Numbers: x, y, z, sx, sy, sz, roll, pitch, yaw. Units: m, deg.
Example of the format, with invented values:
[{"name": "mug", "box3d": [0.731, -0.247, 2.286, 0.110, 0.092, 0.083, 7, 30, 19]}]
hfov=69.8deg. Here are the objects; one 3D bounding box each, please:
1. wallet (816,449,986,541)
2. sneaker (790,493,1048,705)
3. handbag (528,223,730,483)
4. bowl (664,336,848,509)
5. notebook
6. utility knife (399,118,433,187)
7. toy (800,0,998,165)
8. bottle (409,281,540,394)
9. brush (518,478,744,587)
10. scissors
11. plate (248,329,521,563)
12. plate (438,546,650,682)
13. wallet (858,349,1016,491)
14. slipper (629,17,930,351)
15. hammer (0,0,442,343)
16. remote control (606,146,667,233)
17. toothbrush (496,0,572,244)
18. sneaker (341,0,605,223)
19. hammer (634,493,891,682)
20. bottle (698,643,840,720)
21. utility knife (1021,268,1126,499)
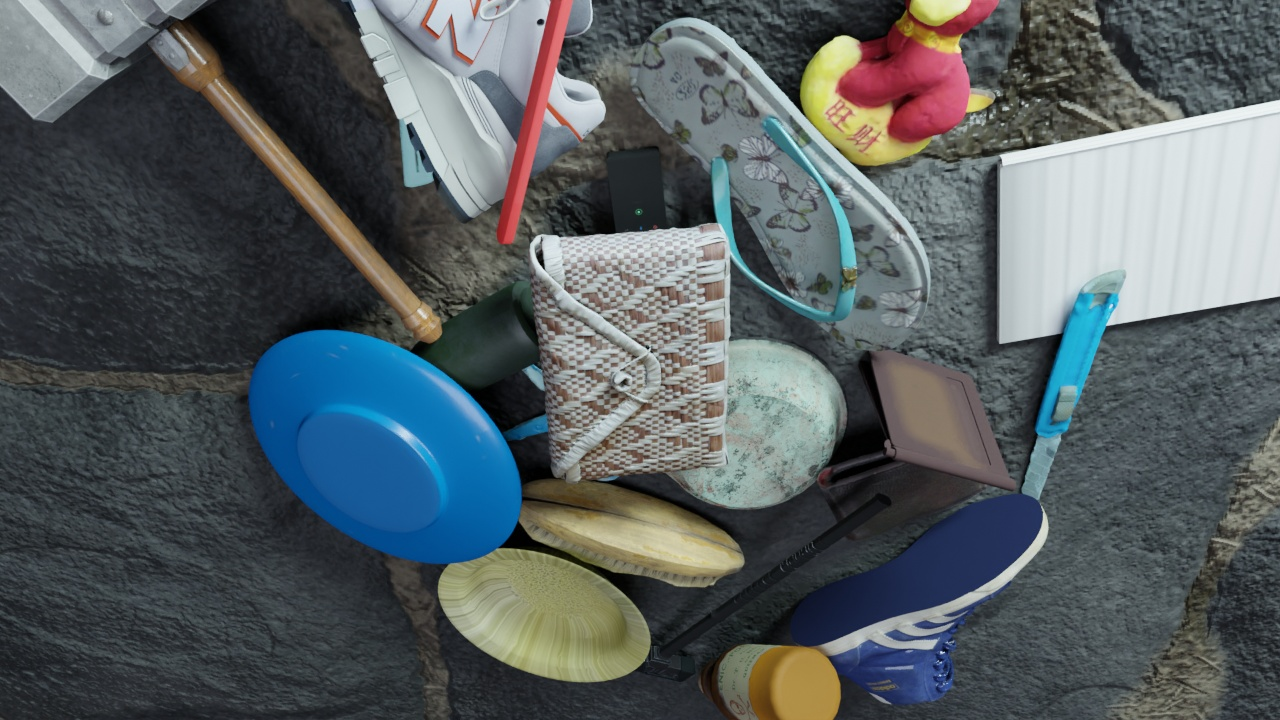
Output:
[{"name": "wallet", "box3d": [0.202, 0.093, 0.705, 0.120, 0.031, 0.099, -21, 142, 11]}, {"name": "sneaker", "box3d": [0.255, 0.214, 0.761, 0.234, 0.091, 0.118, -35, 112, 22]}, {"name": "handbag", "box3d": [-0.003, 0.003, 0.600, 0.124, 0.047, 0.186, -6, 123, -5]}, {"name": "bowl", "box3d": [0.081, 0.058, 0.692, 0.157, 0.038, 0.158, 0, 124, 0]}, {"name": "notebook", "box3d": [0.345, -0.090, 0.608, 0.210, 0.009, 0.143, -10, 124, 7]}, {"name": "utility knife", "box3d": [-0.140, -0.185, 0.551, 0.022, 0.015, 0.166, 2, 120, 0]}, {"name": "toy", "box3d": [0.157, -0.171, 0.528, 0.105, 0.067, 0.138, 21, 128, -11]}, {"name": "bottle", "box3d": [-0.140, 0.004, 0.652, 0.174, 0.055, 0.055, -26, 120, 23]}, {"name": "brush", "box3d": [-0.008, 0.139, 0.736, 0.195, 0.059, 0.043, 19, 135, -15]}, {"name": "scissors", "box3d": [-0.042, 0.037, 0.698, 0.140, 0.011, 0.134, -33, 116, 21]}, {"name": "plate", "box3d": [-0.196, 0.078, 0.678, 0.224, 0.024, 0.225, 11, 128, 14]}, {"name": "plate", "box3d": [-0.078, 0.206, 0.782, 0.184, 0.036, 0.185, 9, 132, 10]}, {"name": "wallet", "box3d": [0.200, 0.038, 0.631, 0.091, 0.115, 0.018, 16, 123, -10]}, {"name": "slipper", "box3d": [0.094, -0.092, 0.567, 0.098, 0.054, 0.269, -20, 122, 41]}, {"name": "hammer", "box3d": [-0.222, -0.127, 0.546, 0.163, 0.082, 0.318, -27, 119, 17]}, {"name": "remote control", "box3d": [0.003, -0.070, 0.623, 0.034, 0.013, 0.150, -5, 123, 4]}, {"name": "toothbrush", "box3d": [-0.047, -0.155, 0.492, 0.017, 0.012, 0.213, -6, 131, -35]}, {"name": "sneaker", "box3d": [-0.092, -0.199, 0.500, 0.124, 0.088, 0.240, -21, 130, -3]}, {"name": "hammer", "box3d": [0.081, 0.189, 0.745, 0.095, 0.015, 0.326, 21, 134, -23]}, {"name": "bottle", "box3d": [0.100, 0.282, 0.796, 0.068, 0.067, 0.157, 29, 155, -17]}, {"name": "utility knife", "box3d": [0.315, 0.027, 0.680, 0.031, 0.015, 0.222, 0, 130, 4]}]
